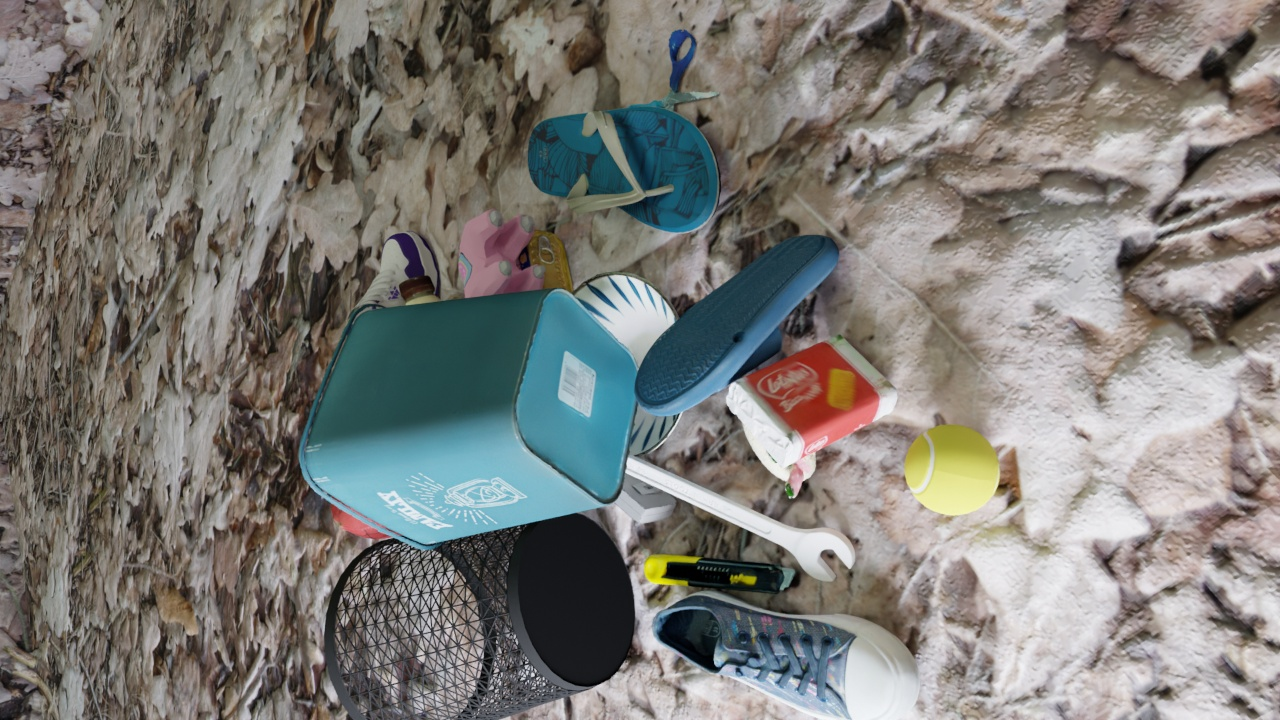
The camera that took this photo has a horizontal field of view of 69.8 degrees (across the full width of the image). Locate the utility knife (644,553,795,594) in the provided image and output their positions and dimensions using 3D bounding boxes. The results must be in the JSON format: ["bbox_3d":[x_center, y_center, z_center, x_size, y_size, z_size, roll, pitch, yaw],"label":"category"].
[{"bbox_3d":[0.069,0.192,0.830,0.175,0.020,0.028,-9,82,44],"label":"utility knife"}]

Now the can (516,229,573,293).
[{"bbox_3d":[-0.115,-0.087,1.013,0.059,0.053,0.099,-27,68,41],"label":"can"}]

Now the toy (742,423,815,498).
[{"bbox_3d":[0.113,0.065,0.768,0.050,0.087,0.112,-32,18,13],"label":"toy"}]

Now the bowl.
[{"bbox_3d":[-0.005,0.005,0.882,0.178,0.070,0.177,1,91,39],"label":"bowl"}]

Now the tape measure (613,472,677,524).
[{"bbox_3d":[-0.001,0.128,0.878,0.060,0.062,0.020,36,110,34],"label":"tape measure"}]

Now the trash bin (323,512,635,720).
[{"bbox_3d":[-0.150,0.258,0.918,0.244,0.216,0.216,-23,71,33],"label":"trash bin"}]

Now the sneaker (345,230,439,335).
[{"bbox_3d":[-0.321,-0.060,1.155,0.092,0.111,0.244,-26,63,33],"label":"sneaker"}]

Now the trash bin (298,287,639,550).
[{"bbox_3d":[-0.136,0.046,0.809,0.219,0.196,0.198,-11,54,32],"label":"trash bin"}]

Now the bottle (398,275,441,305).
[{"bbox_3d":[-0.247,-0.021,1.105,0.057,0.056,0.162,-23,85,40],"label":"bottle"}]

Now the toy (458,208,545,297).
[{"bbox_3d":[-0.165,-0.080,0.979,0.158,0.067,0.123,-38,60,43],"label":"toy"}]

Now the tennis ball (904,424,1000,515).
[{"bbox_3d":[0.225,0.079,0.664,0.065,0.065,0.065,-5,82,43],"label":"tennis ball"}]

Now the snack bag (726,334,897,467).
[{"bbox_3d":[0.135,0.030,0.722,0.077,0.115,0.036,51,151,32],"label":"snack bag"}]

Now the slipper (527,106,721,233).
[{"bbox_3d":[-0.037,-0.203,0.938,0.295,0.060,0.118,20,106,44],"label":"slipper"}]

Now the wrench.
[{"bbox_3d":[0.057,0.121,0.803,0.274,0.009,0.047,22,118,26],"label":"wrench"}]

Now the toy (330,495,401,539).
[{"bbox_3d":[-0.236,0.120,0.998,0.148,0.215,0.099,6,114,45],"label":"toy"}]

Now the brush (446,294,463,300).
[{"bbox_3d":[-0.157,-0.010,1.051,0.077,0.062,0.272,-53,48,6],"label":"brush"}]

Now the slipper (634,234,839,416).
[{"bbox_3d":[0.086,-0.026,0.760,0.213,0.059,0.104,-42,26,-10],"label":"slipper"}]

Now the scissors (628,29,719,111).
[{"bbox_3d":[0.027,-0.268,0.921,0.128,0.014,0.133,10,92,43],"label":"scissors"}]

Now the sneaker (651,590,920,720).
[{"bbox_3d":[0.107,0.244,0.751,0.236,0.079,0.087,3,87,44],"label":"sneaker"}]
